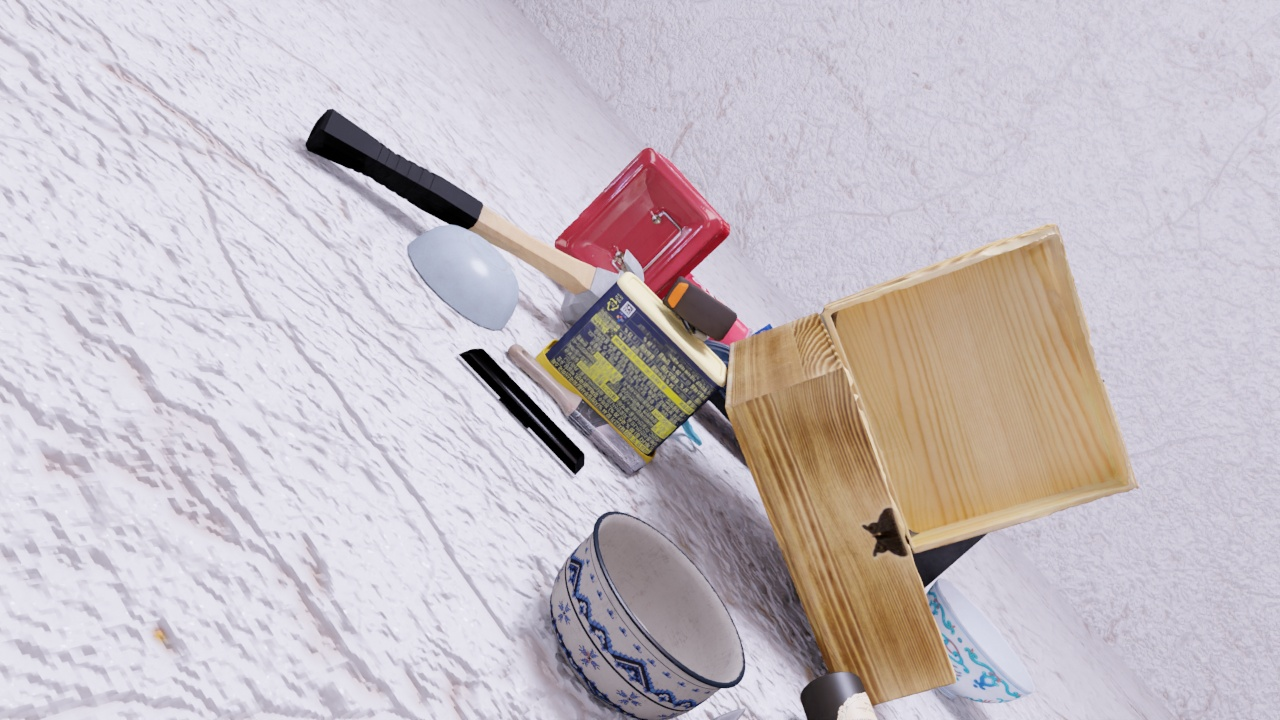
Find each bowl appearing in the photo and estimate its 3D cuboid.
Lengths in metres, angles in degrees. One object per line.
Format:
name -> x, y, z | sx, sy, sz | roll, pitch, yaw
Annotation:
bowl -> -0.003, 0.148, 0.510 | 0.115, 0.059, 0.115 | 42, 15, -14
bowl -> -0.142, -0.077, 0.778 | 0.106, 0.039, 0.106 | 42, 15, -14
bowl -> 0.345, 0.317, 0.994 | 0.144, 0.074, 0.143 | 42, 15, -14

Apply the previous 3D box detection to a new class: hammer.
hammer -> -0.137, -0.121, 0.822 | 0.328, 0.131, 0.039 | 28, 66, -30
hammer -> 0.138, 0.308, 0.470 | 0.324, 0.034, 0.169 | 39, 13, -4

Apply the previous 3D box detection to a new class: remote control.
remote control -> -0.086, 0.036, 0.681 | 0.124, 0.012, 0.028 | 46, 14, 1

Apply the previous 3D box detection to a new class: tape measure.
tape measure -> 0.052, -0.041, 0.805 | 0.059, 0.038, 0.058 | 39, 8, 33

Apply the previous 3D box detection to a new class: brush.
brush -> -0.053, 0.041, 0.760 | 0.151, 0.012, 0.038 | 45, 15, -4

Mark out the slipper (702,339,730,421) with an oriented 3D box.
slipper -> 0.124, 0.022, 1.065 | 0.265, 0.083, 0.108 | 43, 12, -17

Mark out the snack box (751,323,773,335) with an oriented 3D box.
snack box -> 0.213, 0.071, 1.238 | 0.203, 0.069, 0.154 | 52, 12, -23

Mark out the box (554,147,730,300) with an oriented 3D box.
box -> 0.004, -0.139, 1.023 | 0.129, 0.158, 0.097 | 49, 10, 8

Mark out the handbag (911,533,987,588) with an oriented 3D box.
handbag -> 0.263, 0.164, 0.993 | 0.195, 0.176, 0.072 | 33, 19, -30

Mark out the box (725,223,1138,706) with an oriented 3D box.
box -> 0.275, 0.071, 0.812 | 0.285, 0.337, 0.279 | -71, 138, -76

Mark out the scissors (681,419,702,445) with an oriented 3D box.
scissors -> 0.042, 0.059, 0.911 | 0.095, 0.015, 0.142 | 53, -1, -7

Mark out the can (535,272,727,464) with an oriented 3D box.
can -> -0.005, 0.005, 0.806 | 0.135, 0.104, 0.075 | 45, 15, -5

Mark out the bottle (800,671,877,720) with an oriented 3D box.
bottle -> 0.151, 0.291, 0.583 | 0.045, 0.045, 0.184 | 35, 25, -35

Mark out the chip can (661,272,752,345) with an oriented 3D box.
chip can -> 0.031, -0.091, 1.136 | 0.233, 0.073, 0.073 | 43, 15, -8

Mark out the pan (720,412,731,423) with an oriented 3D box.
pan -> 0.039, 0.009, 1.081 | 0.354, 0.024, 0.216 | 47, 14, 7
